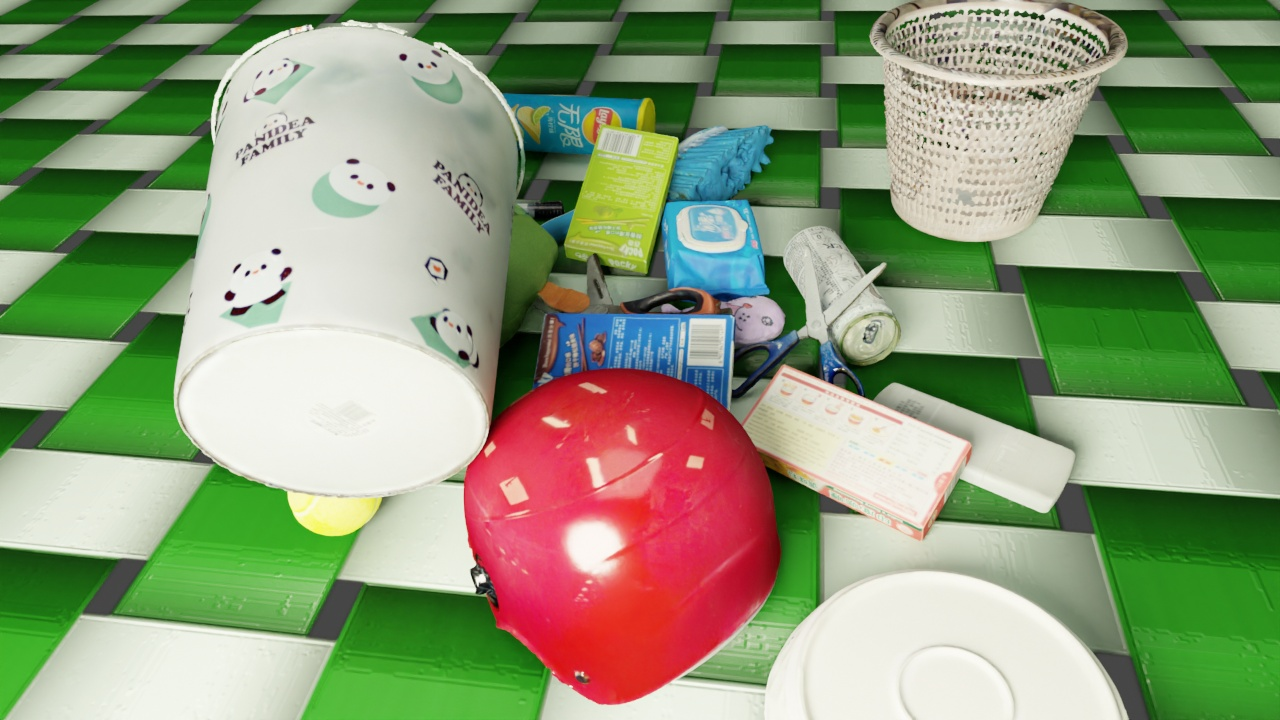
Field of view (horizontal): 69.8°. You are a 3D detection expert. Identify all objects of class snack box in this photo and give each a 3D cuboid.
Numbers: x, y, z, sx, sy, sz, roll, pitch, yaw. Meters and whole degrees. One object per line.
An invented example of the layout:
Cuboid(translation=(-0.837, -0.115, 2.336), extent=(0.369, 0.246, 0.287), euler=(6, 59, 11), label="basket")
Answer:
Cuboid(translation=(-0.004, 0.004, 0.735), extent=(0.157, 0.026, 0.084), euler=(1, 62, 9), label="snack box")
Cuboid(translation=(0.154, 0.064, 0.680), extent=(0.156, 0.027, 0.076), euler=(25, 65, 31), label="snack box")
Cuboid(translation=(-0.018, -0.167, 0.939), extent=(0.086, 0.026, 0.156), euler=(11, 66, 6), label="snack box")

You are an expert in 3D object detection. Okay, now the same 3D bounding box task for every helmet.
Cuboid(translation=(-0.023, 0.080, 0.607), extent=(0.206, 0.144, 0.240), euler=(-34, 47, -28), label="helmet")

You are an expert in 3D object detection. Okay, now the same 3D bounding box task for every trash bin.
Cuboid(translation=(0.336, -0.236, 0.915), extent=(0.227, 0.192, 0.227), euler=(-3, 40, 2), label="trash bin")
Cuboid(translation=(-0.194, -0.059, 0.627), extent=(0.229, 0.230, 0.251), euler=(-5, 53, -1), label="trash bin")

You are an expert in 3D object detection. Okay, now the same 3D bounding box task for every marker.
Cuboid(translation=(-0.148, -0.166, 1.012), extent=(0.131, 0.018, 0.022), euler=(1, 48, 5), label="marker")

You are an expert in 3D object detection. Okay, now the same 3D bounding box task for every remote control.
Cuboid(translation=(0.244, 0.064, 0.694), extent=(0.150, 0.021, 0.058), euler=(23, 50, 29), label="remote control")

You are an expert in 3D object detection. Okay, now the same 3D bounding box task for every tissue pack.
Cuboid(translation=(0.070, -0.109, 0.892), extent=(0.095, 0.052, 0.156), euler=(-1, 39, -1), label="tissue pack")

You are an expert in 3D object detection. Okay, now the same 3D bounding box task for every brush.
Cuboid(translation=(0.015, -0.182, 0.996), extent=(0.109, 0.061, 0.313), euler=(22, 48, 36), label="brush")

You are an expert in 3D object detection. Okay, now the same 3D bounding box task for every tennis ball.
Cuboid(translation=(-0.220, 0.094, 0.664), extent=(0.065, 0.066, 0.065), euler=(-2, 39, 2), label="tennis ball")

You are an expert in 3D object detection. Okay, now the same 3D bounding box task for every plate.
Cuboid(translation=(0.174, 0.200, 0.517), extent=(0.205, 0.046, 0.204), euler=(-2, 39, 1), label="plate")

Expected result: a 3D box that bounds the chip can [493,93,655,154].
Cuboid(translation=(-0.091, -0.286, 1.110), extent=(0.210, 0.071, 0.071), euler=(7, 40, 13), label="chip can")

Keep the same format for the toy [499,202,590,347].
Cuboid(translation=(-0.152, -0.066, 0.836), extent=(0.227, 0.090, 0.245), euler=(14, 39, 18), label="toy")

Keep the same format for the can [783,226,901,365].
Cuboid(translation=(0.178, -0.061, 0.823), extent=(0.058, 0.058, 0.146), euler=(-10, 39, -7), label="can")

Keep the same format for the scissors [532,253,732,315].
Cuboid(translation=(-0.025, -0.029, 0.813), extent=(0.226, 0.015, 0.188), euler=(3, 52, 32), label="scissors")

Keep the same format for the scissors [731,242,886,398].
Cuboid(translation=(0.139, -0.016, 0.754), extent=(0.162, 0.012, 0.175), euler=(-23, 65, 12), label="scissors")

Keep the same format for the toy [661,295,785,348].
Cuboid(translation=(0.074, -0.032, 0.811), extent=(0.108, 0.039, 0.083), euler=(-11, 38, -1), label="toy")
